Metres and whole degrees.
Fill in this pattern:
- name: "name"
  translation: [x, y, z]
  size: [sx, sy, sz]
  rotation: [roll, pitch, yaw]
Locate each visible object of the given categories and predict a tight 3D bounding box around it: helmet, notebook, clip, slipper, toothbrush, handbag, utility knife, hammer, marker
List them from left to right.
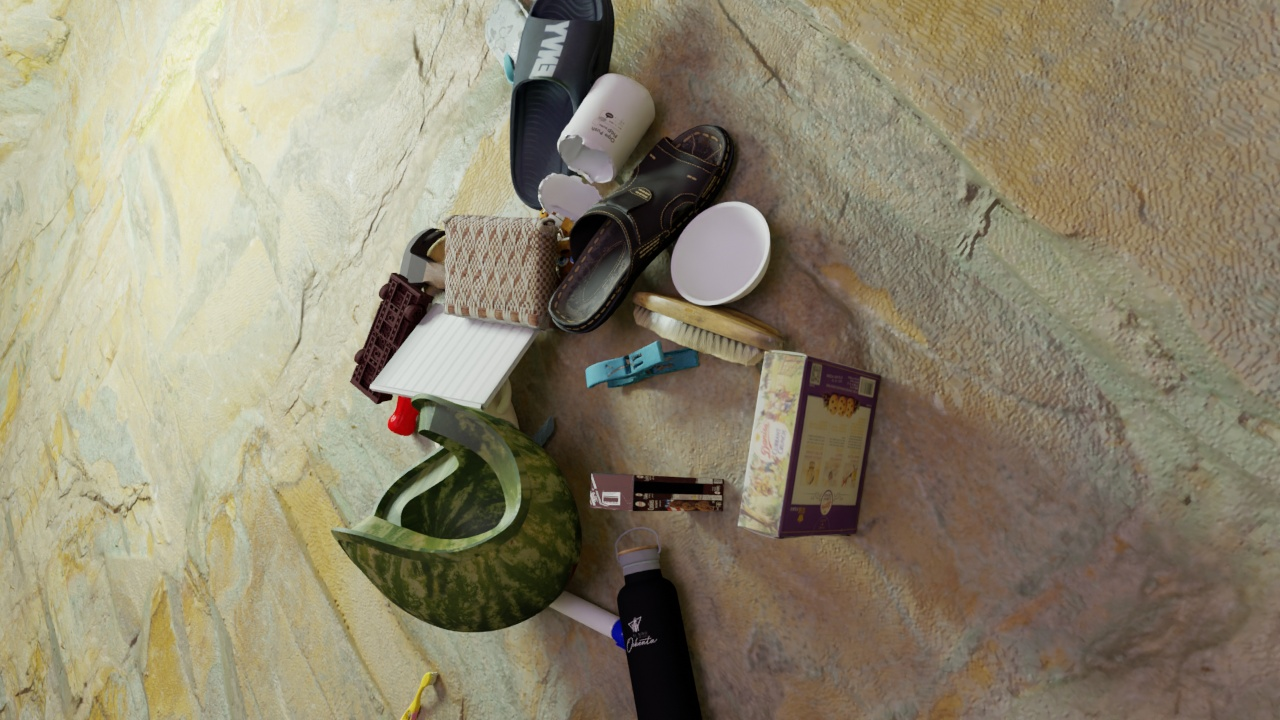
- name: "toothbrush"
  translation: [-0.289, 0.443, 1.159]
  size: [0.021, 0.016, 0.136]
  rotation: [42, 112, 34]
- name: "notebook"
  translation: [-0.218, -0.009, 1.089]
  size: [0.210, 0.009, 0.142]
  rotation: [6, 54, 40]
- name: "helmet"
  translation: [-0.181, 0.175, 0.971]
  size: [0.243, 0.248, 0.212]
  rotation: [21, 63, 6]
- name: "hammer"
  translation: [-0.201, -0.091, 1.161]
  size: [0.323, 0.033, 0.115]
  rotation: [20, 99, 39]
- name: "handbag"
  translation: [-0.160, -0.104, 1.059]
  size: [0.186, 0.046, 0.124]
  rotation: [10, 101, 42]
- name: "utility knife"
  translation: [-0.161, 0.142, 1.101]
  size: [0.206, 0.015, 0.031]
  rotation: [-50, 60, 20]
- name: "slipper"
  translation: [-0.140, -0.372, 1.141]
  size: [0.098, 0.054, 0.268]
  rotation: [-55, 53, 22]
- name: "slipper"
  translation: [-0.108, -0.301, 1.044]
  size: [0.111, 0.083, 0.268]
  rotation: [18, 109, 18]
- name: "marker"
  translation: [-0.050, 0.276, 0.983]
  size: [0.133, 0.023, 0.027]
  rotation: [13, 113, 40]
- name: "slipper"
  translation: [-0.009, -0.145, 0.956]
  size: [0.268, 0.075, 0.113]
  rotation: [-50, 51, 3]
- name: "clip"
  translation: [0.006, 0.007, 0.976]
  size: [0.127, 0.113, 0.028]
  rotation: [-15, 73, 30]

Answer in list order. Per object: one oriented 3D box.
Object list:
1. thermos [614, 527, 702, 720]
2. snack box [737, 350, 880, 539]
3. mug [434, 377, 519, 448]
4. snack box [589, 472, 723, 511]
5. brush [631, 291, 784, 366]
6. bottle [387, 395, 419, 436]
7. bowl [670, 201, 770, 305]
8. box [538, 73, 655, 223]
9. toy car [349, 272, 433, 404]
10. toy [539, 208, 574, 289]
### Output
- name: "thermos"
  translation: [0.015, 0.280, 0.903]
  size: [0.061, 0.061, 0.231]
  rotation: [-24, 68, 34]
- name: "snack box"
  translation: [0.146, 0.073, 0.774]
  size: [0.041, 0.143, 0.148]
  rotation: [8, 88, 38]
- name: "mug"
  translation: [-0.195, 0.053, 1.089]
  size: [0.120, 0.096, 0.099]
  rotation: [-46, 46, 25]
- name: "snack box"
  translation: [0.018, 0.126, 0.872]
  size: [0.051, 0.140, 0.031]
  rotation: [-3, 81, 39]
- name: "brush"
  translation: [0.063, -0.034, 0.915]
  size: [0.195, 0.059, 0.043]
  rotation: [22, 107, 42]
- name: "bottle"
  translation: [-0.299, 0.041, 1.216]
  size: [0.036, 0.036, 0.119]
  rotation: [30, 102, 38]
- name: "bowl"
  translation: [0.088, -0.099, 0.912]
  size: [0.110, 0.040, 0.109]
  rotation: [-15, 63, 31]
- name: "box"
  translation: [-0.050, -0.226, 0.996]
  size: [0.165, 0.083, 0.093]
  rotation: [-60, 8, -22]
- name: "toy car"
  translation: [-0.323, -0.029, 1.217]
  size: [0.070, 0.061, 0.170]
  rotation: [35, 112, 21]
- name: "toy"
  translation: [-0.073, -0.121, 1.038]
  size: [0.087, 0.067, 0.112]
  rotation: [-8, 64, 24]
